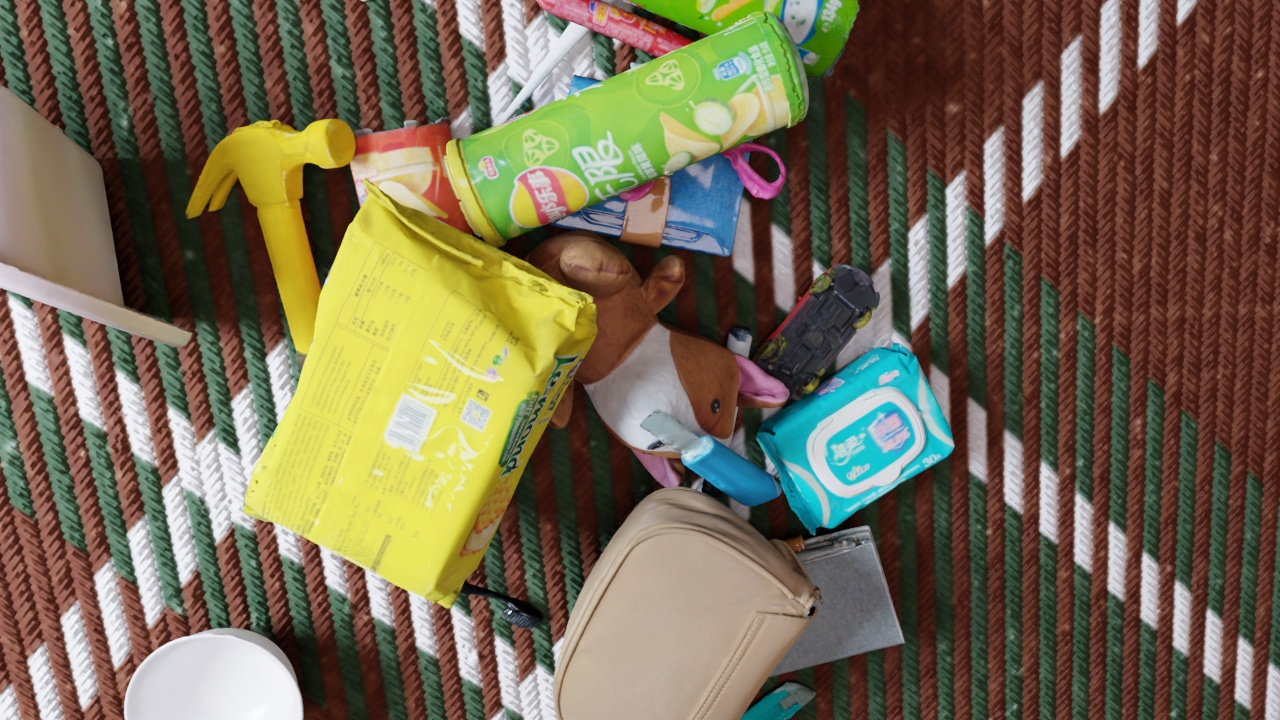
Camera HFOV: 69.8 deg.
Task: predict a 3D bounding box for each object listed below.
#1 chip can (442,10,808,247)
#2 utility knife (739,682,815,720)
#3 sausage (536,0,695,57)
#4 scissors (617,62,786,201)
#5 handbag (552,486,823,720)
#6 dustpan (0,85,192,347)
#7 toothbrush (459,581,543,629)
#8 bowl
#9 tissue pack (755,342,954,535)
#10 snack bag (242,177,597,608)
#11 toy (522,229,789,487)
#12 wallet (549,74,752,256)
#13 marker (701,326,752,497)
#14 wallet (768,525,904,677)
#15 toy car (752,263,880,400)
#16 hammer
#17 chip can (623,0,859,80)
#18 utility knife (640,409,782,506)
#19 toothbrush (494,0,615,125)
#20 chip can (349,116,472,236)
[{"bbox_3d":[-0.007,-0.142,0.566,0.221,0.072,0.072,-22,103,4],"label":"chip can"},{"bbox_3d":[0.066,0.315,0.741,0.176,0.013,0.029,-37,101,2],"label":"utility knife"},{"bbox_3d":[-0.001,-0.219,0.615,0.155,0.020,0.020,17,99,-17],"label":"sausage"},{"bbox_3d":[0.039,-0.149,0.611,0.134,0.017,0.133,40,82,1],"label":"scissors"},{"bbox_3d":[0.026,0.192,0.661,0.148,0.099,0.205,26,114,-2],"label":"handbag"},{"bbox_3d":[-0.407,-0.065,0.511,0.273,0.223,0.139,-6,90,-12],"label":"dustpan"},{"bbox_3d":[-0.150,0.157,0.666,0.189,0.014,0.018,32,105,-25],"label":"toothbrush"},{"bbox_3d":[-0.296,0.237,0.661,0.118,0.064,0.118,-1,101,-6],"label":"bowl"},{"bbox_3d":[0.158,0.058,0.680,0.133,0.050,0.093,-33,104,2],"label":"tissue pack"},{"bbox_3d":[-0.139,0.032,0.559,0.158,0.068,0.247,27,112,-1],"label":"snack bag"},{"bbox_3d":[-0.004,0.004,0.617,0.140,0.130,0.199,-35,120,22],"label":"toy"},{"bbox_3d":[0.008,-0.132,0.634,0.133,0.040,0.106,10,96,-7],"label":"wallet"},{"bbox_3d":[0.065,0.039,0.684,0.022,0.018,0.131,3,102,-32],"label":"marker"},{"bbox_3d":[0.126,0.185,0.708,0.130,0.037,0.106,-17,102,10],"label":"wallet"},{"bbox_3d":[0.128,-0.023,0.670,0.049,0.031,0.106,37,96,-12],"label":"toy car"},{"bbox_3d":[-0.219,-0.008,0.619,0.129,0.032,0.301,-1,110,24],"label":"hammer"},{"bbox_3d":[0.024,-0.254,0.583,0.236,0.072,0.072,17,99,-14],"label":"chip can"},{"bbox_3d":[0.050,0.067,0.613,0.034,0.218,0.018,-27,61,14],"label":"utility knife"},{"bbox_3d":[-0.059,-0.205,0.624,0.016,0.016,0.180,39,93,-16],"label":"toothbrush"},{"bbox_3d":[-0.140,-0.049,0.617,0.073,0.073,0.217,-12,101,-4],"label":"chip can"}]
